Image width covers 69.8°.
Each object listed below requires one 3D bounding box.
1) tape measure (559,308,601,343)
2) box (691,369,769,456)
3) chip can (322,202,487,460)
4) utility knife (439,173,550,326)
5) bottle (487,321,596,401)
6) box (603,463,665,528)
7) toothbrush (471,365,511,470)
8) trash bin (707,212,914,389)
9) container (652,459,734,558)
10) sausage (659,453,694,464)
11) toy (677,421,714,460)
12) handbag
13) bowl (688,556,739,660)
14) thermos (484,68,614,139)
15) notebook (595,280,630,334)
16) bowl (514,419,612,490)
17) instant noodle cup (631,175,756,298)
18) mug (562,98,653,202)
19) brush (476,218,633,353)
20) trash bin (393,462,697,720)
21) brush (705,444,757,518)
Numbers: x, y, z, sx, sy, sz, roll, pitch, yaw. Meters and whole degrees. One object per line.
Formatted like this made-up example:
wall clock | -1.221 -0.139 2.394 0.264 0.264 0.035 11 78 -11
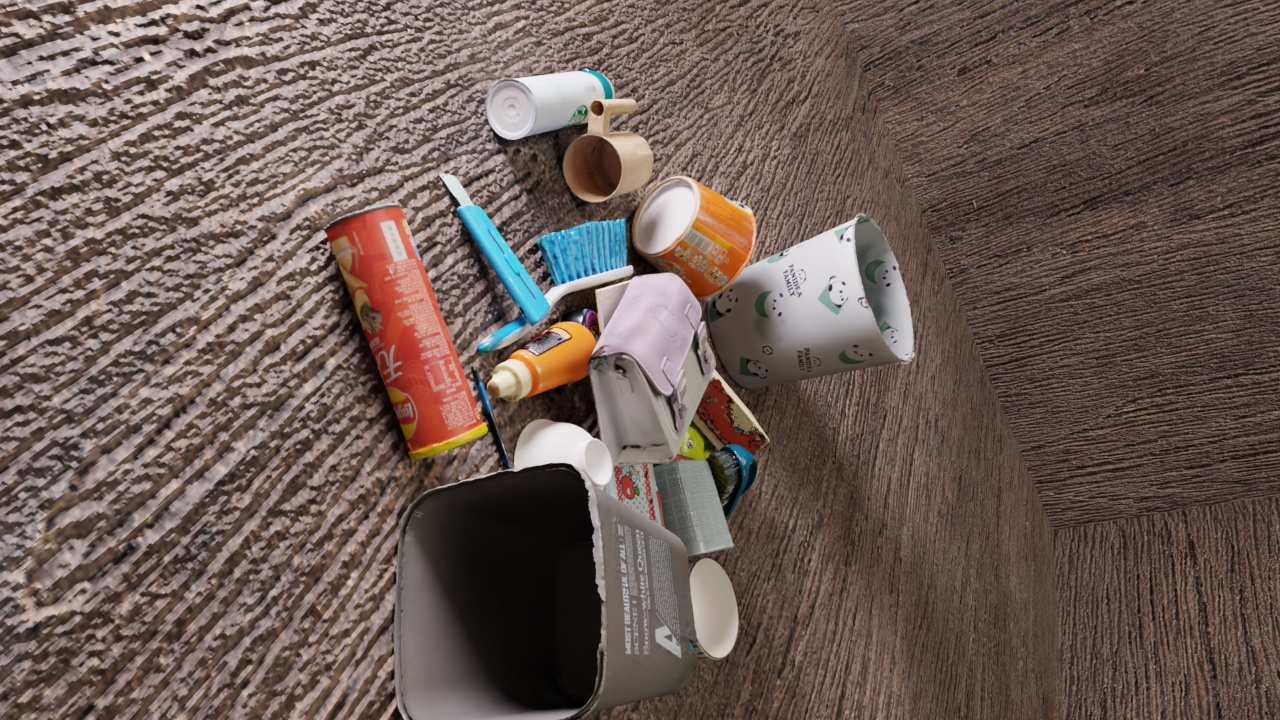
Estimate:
tape measure | -0.069 -0.029 1.052 0.057 0.039 0.058 9 73 -67
box | 0.107 0.058 1.230 0.168 0.077 0.091 48 9 -35
chip can | -0.203 -0.024 0.797 0.073 0.073 0.216 -28 100 -59
utility knife | -0.152 -0.118 0.949 0.034 0.018 0.185 -33 88 -43
bottle | -0.106 0.006 0.958 0.149 0.067 0.067 -30 101 -52
box | -0.008 0.191 1.016 0.086 0.048 0.201 4 71 -41
toothbrush | -0.136 0.095 0.905 0.016 0.014 0.189 -20 92 -35
trash bin | 0.254 -0.073 1.395 0.229 0.252 0.229 35 47 -47
container | 0.043 0.179 1.086 0.090 0.090 0.111 8 65 -57
sausage | 0.041 0.124 1.139 0.155 0.020 0.020 24 55 -47
toy | 0.071 0.119 1.215 0.100 0.031 0.096 66 33 -21
handbag | 0.014 0.005 1.026 0.196 0.099 0.145 -62 136 -55
bowl | 0.059 0.292 1.071 0.116 0.066 0.116 33 48 -47
thermos | -0.099 -0.314 1.121 0.223 0.073 0.073 -38 108 -59
notebook | -0.007 0.007 1.116 0.145 0.010 0.206 -26 111 -62
bowl | -0.069 0.111 0.955 0.118 0.065 0.118 34 47 -46
instant noodle cup | 0.067 -0.174 1.255 0.111 0.152 0.151 27 52 -40
mug | -0.037 -0.269 1.166 0.103 0.084 0.125 -35 134 -61
brush | -0.094 -0.092 1.036 0.313 0.061 0.109 -23 99 -57
trash bin | -0.065 0.214 0.795 0.219 0.199 0.198 32 49 -56
brush | 0.110 0.153 1.158 0.073 0.144 0.055 -20 58 -24
